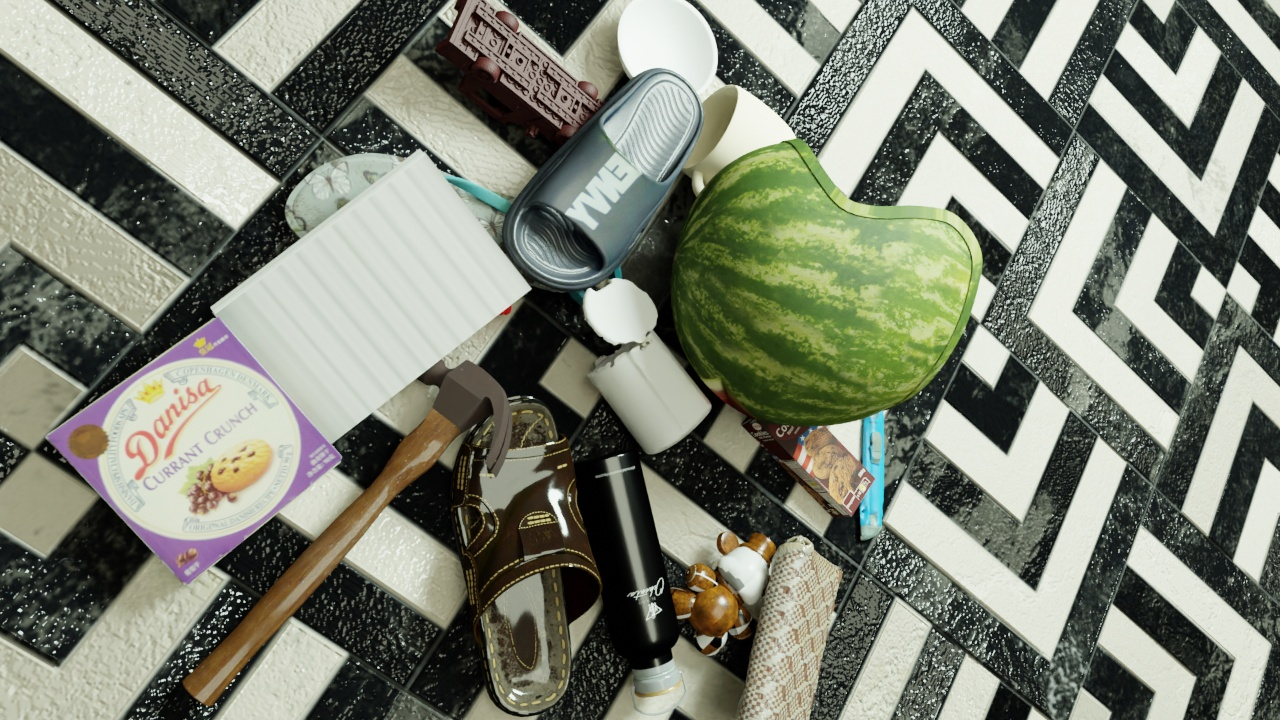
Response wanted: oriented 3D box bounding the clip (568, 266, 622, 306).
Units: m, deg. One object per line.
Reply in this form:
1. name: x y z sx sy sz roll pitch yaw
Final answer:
1. clip: -0.070 -0.107 0.858 0.113 0.028 0.127 -31 95 -21

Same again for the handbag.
1. handbag: 0.137 0.264 0.853 0.124 0.047 0.185 43 60 -54

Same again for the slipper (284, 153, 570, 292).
1. slipper: -0.162 -0.123 0.790 0.268 0.055 0.098 8 79 -19

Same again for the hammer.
1. hammer: -0.226 0.130 0.724 0.115 0.033 0.322 33 71 23

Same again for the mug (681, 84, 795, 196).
1. mug: 0.099 -0.196 0.912 0.099 0.096 0.120 28 75 -26

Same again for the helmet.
1. helmet: 0.146 -0.061 0.831 0.247 0.213 0.243 24 91 -8

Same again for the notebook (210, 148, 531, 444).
1. notebook: -0.215 -0.051 0.744 0.209 0.009 0.142 -38 101 -3

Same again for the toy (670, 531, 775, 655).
1. toy: 0.083 0.211 0.856 0.087 0.067 0.112 49 56 -10

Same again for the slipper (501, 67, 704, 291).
1. slipper: -0.012 -0.170 0.818 0.110 0.083 0.267 44 64 -18

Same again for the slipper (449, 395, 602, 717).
1. slipper: -0.095 0.162 0.771 0.112 0.076 0.267 -1 82 -25

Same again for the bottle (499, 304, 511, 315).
1. bottle: -0.170 -0.047 0.794 0.118 0.036 0.036 -3 82 -26

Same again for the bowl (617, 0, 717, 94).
1. bowl: 0.019 -0.307 0.923 0.109 0.041 0.110 3 82 -25

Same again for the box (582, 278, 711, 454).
1. box: -0.004 0.003 0.834 0.083 0.093 0.166 -43 97 -30

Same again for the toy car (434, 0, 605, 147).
1. toy car: -0.110 -0.253 0.838 0.169 0.062 0.070 32 68 -38

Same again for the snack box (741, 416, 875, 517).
1. snack box: 0.171 0.093 0.930 0.141 0.032 0.050 45 66 -12

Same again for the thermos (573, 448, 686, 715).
1. thermos: -0.006 0.198 0.814 0.061 0.061 0.231 -12 86 -26

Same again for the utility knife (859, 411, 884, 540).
1. utility knife: 0.247 0.088 0.977 0.031 0.015 0.205 9 76 -28

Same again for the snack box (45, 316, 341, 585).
1. snack box: -0.333 0.067 0.696 0.143 0.041 0.148 -43 100 -25
